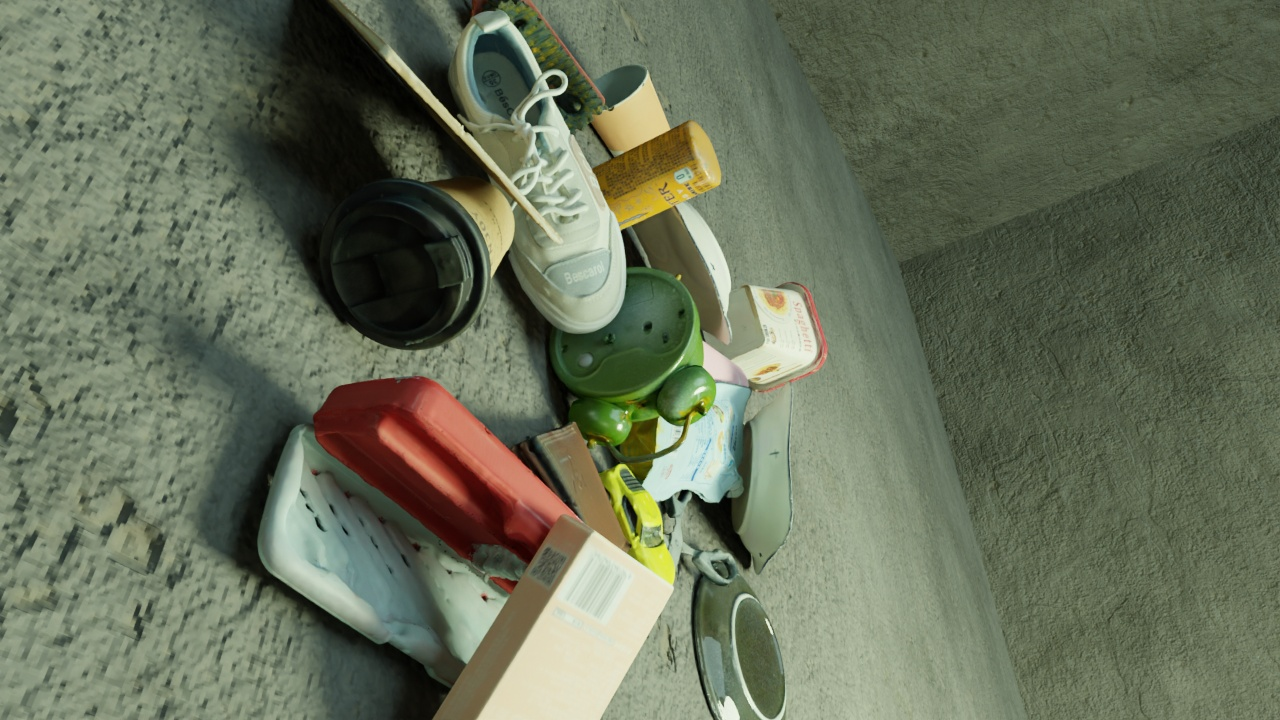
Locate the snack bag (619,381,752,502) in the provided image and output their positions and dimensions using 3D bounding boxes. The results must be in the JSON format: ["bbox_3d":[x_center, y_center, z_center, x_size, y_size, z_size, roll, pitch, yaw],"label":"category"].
[{"bbox_3d":[0.048,0.068,0.799,0.190,0.039,0.110,13,72,-58],"label":"snack bag"}]

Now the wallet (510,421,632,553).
[{"bbox_3d":[-0.043,0.091,0.605,0.124,0.032,0.101,0,65,-84],"label":"wallet"}]

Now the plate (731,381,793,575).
[{"bbox_3d":[0.115,0.114,0.893,0.164,0.034,0.164,101,-4,-62],"label":"plate"}]

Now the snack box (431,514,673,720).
[{"bbox_3d":[-0.050,0.160,0.442,0.157,0.026,0.084,-57,137,-13],"label":"snack box"}]

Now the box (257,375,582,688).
[{"bbox_3d":[-0.093,0.105,0.454,0.201,0.096,0.100,52,45,-39],"label":"box"}]

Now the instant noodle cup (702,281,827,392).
[{"bbox_3d":[0.138,-0.032,1.072,0.124,0.117,0.116,10,60,-50],"label":"instant noodle cup"}]

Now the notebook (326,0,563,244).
[{"bbox_3d":[-0.129,-0.157,0.551,0.148,0.008,0.207,47,0,-43],"label":"notebook"}]

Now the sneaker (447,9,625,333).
[{"bbox_3d":[-0.069,-0.139,0.663,0.242,0.089,0.091,66,-18,6],"label":"sneaker"}]

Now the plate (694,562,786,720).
[{"bbox_3d":[0.097,0.265,0.812,0.179,0.024,0.179,49,29,-40],"label":"plate"}]

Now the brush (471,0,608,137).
[{"bbox_3d":[-0.095,-0.261,0.801,0.146,0.063,0.069,48,-1,-38],"label":"brush"}]

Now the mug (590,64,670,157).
[{"bbox_3d":[-0.003,-0.239,0.972,0.078,0.078,0.123,-87,153,-45],"label":"mug"}]

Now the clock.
[{"bbox_3d":[-0.004,0.004,0.694,0.056,0.116,0.161,56,20,-52],"label":"clock"}]

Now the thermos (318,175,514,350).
[{"bbox_3d":[-0.119,-0.066,0.531,0.093,0.093,0.143,63,16,-14],"label":"thermos"}]

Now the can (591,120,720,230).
[{"bbox_3d":[-0.008,-0.146,0.772,0.058,0.146,0.058,49,29,-40],"label":"can"}]

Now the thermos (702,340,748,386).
[{"bbox_3d":[0.036,-0.005,0.844,0.198,0.067,0.087,32,72,-56],"label":"thermos"}]

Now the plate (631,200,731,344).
[{"bbox_3d":[0.042,-0.101,0.881,0.164,0.034,0.164,64,-13,-23],"label":"plate"}]

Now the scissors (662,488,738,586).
[{"bbox_3d":[0.031,0.154,0.762,0.159,0.014,0.180,46,28,-24],"label":"scissors"}]

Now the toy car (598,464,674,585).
[{"bbox_3d":[-0.001,0.127,0.683,0.048,0.032,0.105,4,60,-62],"label":"toy car"}]
